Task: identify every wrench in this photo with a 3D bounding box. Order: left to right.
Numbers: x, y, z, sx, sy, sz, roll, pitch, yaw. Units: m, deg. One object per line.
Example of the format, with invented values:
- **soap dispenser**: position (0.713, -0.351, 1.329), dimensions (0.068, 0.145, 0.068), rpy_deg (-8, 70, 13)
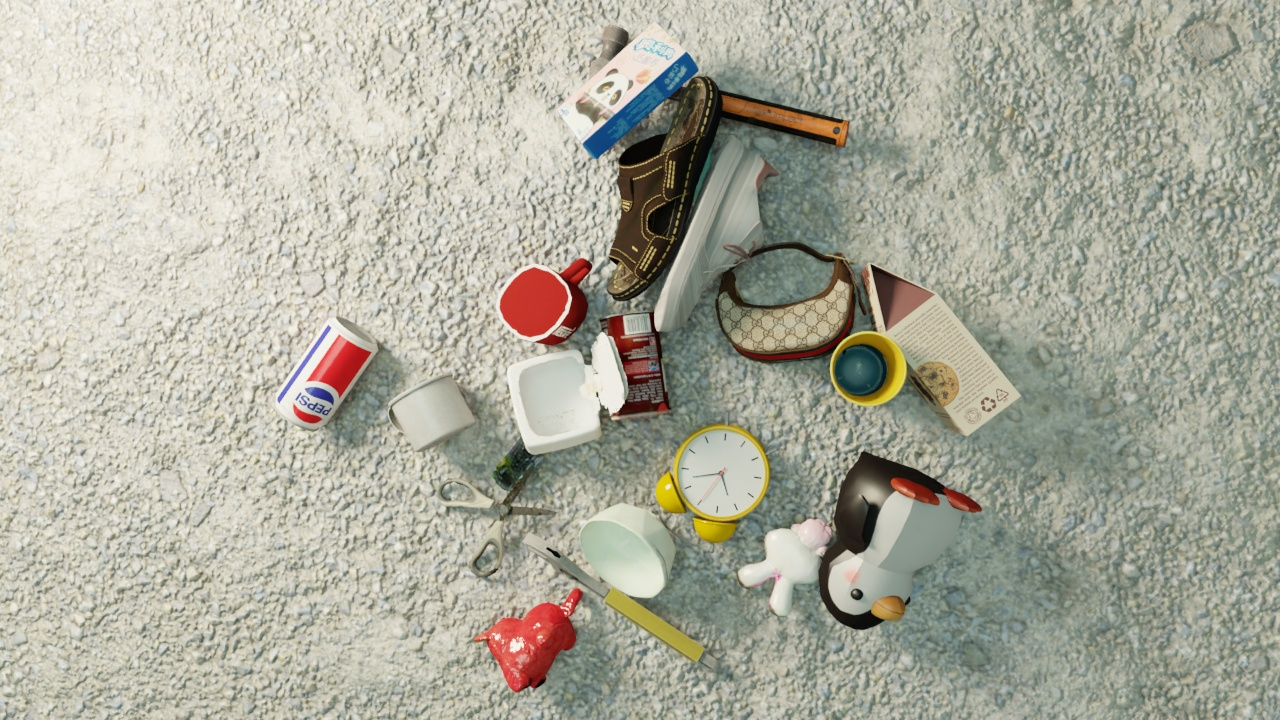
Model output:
- **wrench**: position (-0.022, 0.284, 1.072), dimensions (0.273, 0.084, 0.018), rpy_deg (33, 69, 2)

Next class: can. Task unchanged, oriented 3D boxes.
- **can**: position (-0.386, 0.016, 1.125), dimensions (0.070, 0.070, 0.132), rpy_deg (36, 94, 7)

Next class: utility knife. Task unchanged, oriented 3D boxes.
- **utility knife**: position (0.076, -0.254, 1.093), dimensions (0.022, 0.015, 0.141), rpy_deg (2, 87, 9)

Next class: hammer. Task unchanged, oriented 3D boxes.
- **hammer**: position (0.084, -0.289, 1.071), dimensions (0.314, 0.035, 0.138), rpy_deg (18, 92, 13)

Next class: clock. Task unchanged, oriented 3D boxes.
- **clock**: position (0.085, 0.142, 1.067), dimensions (0.113, 0.052, 0.152), rpy_deg (37, 90, 7)

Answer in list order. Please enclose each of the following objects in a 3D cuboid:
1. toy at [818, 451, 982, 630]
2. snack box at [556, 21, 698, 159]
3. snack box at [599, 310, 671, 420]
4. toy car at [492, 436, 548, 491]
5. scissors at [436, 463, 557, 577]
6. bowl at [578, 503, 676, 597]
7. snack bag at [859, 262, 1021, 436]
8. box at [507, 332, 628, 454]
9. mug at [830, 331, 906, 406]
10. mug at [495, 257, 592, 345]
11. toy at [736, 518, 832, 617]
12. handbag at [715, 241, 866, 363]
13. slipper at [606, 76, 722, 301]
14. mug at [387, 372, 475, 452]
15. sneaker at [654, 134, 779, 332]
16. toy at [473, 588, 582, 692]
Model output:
- **toy**: position (0.258, 0.204, 1.015), dimensions (0.159, 0.140, 0.184), rpy_deg (15, 103, -33)
- **snack box**: position (-0.016, -0.305, 1.037), dimensions (0.154, 0.033, 0.088), rpy_deg (-40, 47, 8)
- **snack box**: position (-0.006, 0.006, 1.072), dimensions (0.072, 0.072, 0.121), rpy_deg (-8, 87, 8)
- **toy car**: position (-0.140, 0.118, 1.110), dimensions (0.039, 0.027, 0.090), rpy_deg (40, 97, 6)
- **scissors**: position (-0.180, 0.185, 1.108), dimensions (0.157, 0.012, 0.171), rpy_deg (26, 104, 16)
- **bowl**: position (-0.007, 0.211, 1.062), dimensions (0.117, 0.061, 0.118), rpy_deg (20, 131, 24)
- **snack bag**: position (0.313, -0.022, 1.014), dimensions (0.070, 0.094, 0.206), rpy_deg (-38, 84, 5)
- **box**: position (-0.073, 0.035, 1.042), dimensions (0.151, 0.132, 0.107), rpy_deg (-14, 79, -5)
- **mug**: position (0.245, 0.010, 1.010), dimensions (0.078, 0.121, 0.078), rpy_deg (0, 89, 8)
- **mug**: position (-0.103, -0.075, 1.073), dimensions (0.080, 0.096, 0.116), rpy_deg (43, 94, 7)
- **toy**: position (0.173, 0.232, 1.059), dimensions (0.079, 0.038, 0.123), rpy_deg (43, 95, 19)
- **handbag**: position (0.171, -0.071, 1.056), dimensions (0.167, 0.063, 0.138), rpy_deg (-6, 77, 15)
- **slipper**: position (0.012, -0.193, 1.029), dimensions (0.075, 0.113, 0.268), rpy_deg (17, 103, -23)
- **mug**: position (-0.259, 0.068, 1.107), dimensions (0.113, 0.084, 0.070), rpy_deg (-30, 87, 36)
- **sneaker**: position (0.092, -0.131, 1.035), dimensions (0.089, 0.099, 0.236), rpy_deg (22, 88, -6)
- **toy**: position (-0.127, 0.313, 1.085), dimensions (0.094, 0.088, 0.133), rpy_deg (37, 81, 24)
